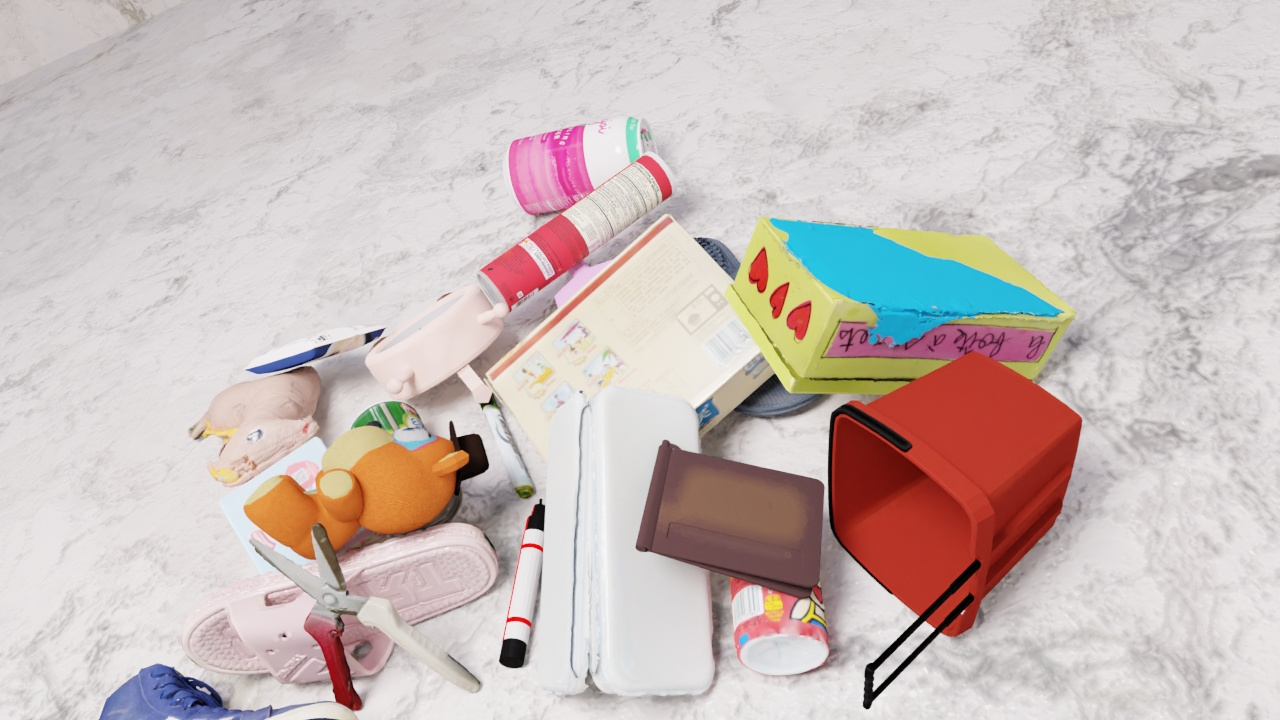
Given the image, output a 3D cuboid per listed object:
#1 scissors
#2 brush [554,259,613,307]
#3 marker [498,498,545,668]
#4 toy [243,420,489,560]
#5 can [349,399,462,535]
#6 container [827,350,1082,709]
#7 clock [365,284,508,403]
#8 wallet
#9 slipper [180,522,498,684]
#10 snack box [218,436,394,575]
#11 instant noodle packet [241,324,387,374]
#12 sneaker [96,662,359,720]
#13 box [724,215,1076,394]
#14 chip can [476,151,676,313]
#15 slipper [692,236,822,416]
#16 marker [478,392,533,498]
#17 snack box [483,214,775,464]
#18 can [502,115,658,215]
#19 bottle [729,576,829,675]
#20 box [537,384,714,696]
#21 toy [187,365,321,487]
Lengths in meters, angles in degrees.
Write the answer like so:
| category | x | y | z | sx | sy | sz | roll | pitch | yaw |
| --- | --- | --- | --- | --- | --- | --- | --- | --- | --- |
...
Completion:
| category | x | y | z | sx | sy | sz | roll | pitch | yaw |
| --- | --- | --- | --- | --- | --- | --- | --- | --- | --- |
| scissors | -0.190 | 0.189 | 0.634 | 0.179 | 0.197 | 0.015 | 20 | 34 | -12 |
| brush | -0.047 | -0.070 | 0.916 | 0.089 | 0.043 | 0.228 | -32 | 42 | -9 |
| marker | -0.088 | 0.166 | 0.712 | 0.019 | 0.019 | 0.145 | -9 | 44 | 16 |
| toy | -0.200 | 0.094 | 0.685 | 0.175 | 0.096 | 0.112 | -4 | -4 | -21 |
| can | -0.208 | 0.092 | 0.807 | 0.067 | 0.067 | 0.121 | -34 | 43 | -11 |
| container | 0.167 | 0.100 | 0.569 | 0.200 | 0.148 | 0.127 | -30 | 46 | -20 |
| clock | -0.194 | -0.010 | 0.895 | 0.131 | 0.086 | 0.160 | -38 | 24 | -15 |
| wallet | 0.061 | 0.100 | 0.601 | 0.115 | 0.018 | 0.091 | 15 | 44 | 1 |
| slipper | -0.221 | 0.196 | 0.690 | 0.239 | 0.094 | 0.064 | -19 | 38 | -3 |
| snack box | -0.273 | 0.135 | 0.762 | 0.094 | 0.080 | 0.093 | -36 | 71 | -14 |
| instant noodle packet | -0.325 | -0.013 | 0.917 | 0.135 | 0.026 | 0.086 | -12 | 7 | 36 |
| sneaker | -0.304 | 0.263 | 0.667 | 0.233 | 0.091 | 0.118 | -29 | 39 | 7 |
| box | 0.186 | -0.038 | 0.672 | 0.220 | 0.083 | 0.124 | -2 | 38 | -25 |
| chip can | -0.062 | -0.127 | 0.909 | 0.214 | 0.052 | 0.052 | -38 | 44 | -15 |
| slipper | 0.073 | -0.052 | 0.817 | 0.101 | 0.082 | 0.263 | -28 | 42 | -2 |
| marker | -0.123 | 0.072 | 0.828 | 0.017 | 0.017 | 0.146 | -28 | 43 | -5 |
| snack box | -0.004 | 0.004 | 0.746 | 0.207 | 0.055 | 0.153 | -42 | 62 | 4 |
| can | -0.068 | -0.223 | 1.048 | 0.166 | 0.088 | 0.088 | -8 | 44 | 17 |
| bottle | 0.091 | 0.139 | 0.628 | 0.062 | 0.062 | 0.137 | -12 | 44 | 13 |
| box | -0.006 | 0.125 | 0.645 | 0.105 | 0.130 | 0.211 | 8 | 72 | -21 |
| toy | -0.374 | 0.071 | 0.864 | 0.196 | 0.065 | 0.264 | -28 | 20 | 1 |
